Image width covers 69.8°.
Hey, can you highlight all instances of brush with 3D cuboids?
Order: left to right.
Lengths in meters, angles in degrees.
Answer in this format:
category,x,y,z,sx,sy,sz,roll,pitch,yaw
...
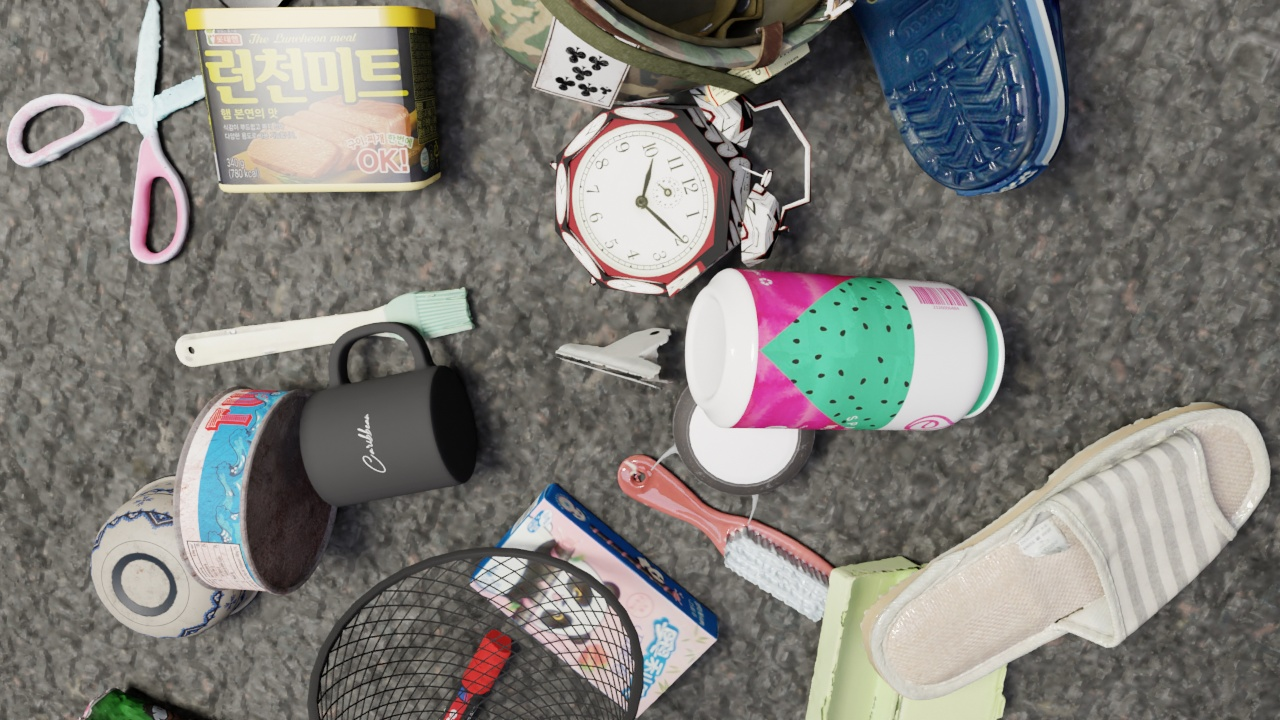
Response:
category,x,y,z,sx,sy,sz,roll,pitch,yaw
brush,-0.218,-0.020,0.622,0.218,0.012,0.033,-8,102,10
brush,0.058,0.119,0.614,0.172,0.030,0.041,32,104,-1

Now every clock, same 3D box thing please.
category,x,y,z,sx,sy,sz,roll,pitch,yaw
clock,0.028,-0.103,0.543,0.155,0.064,0.115,-14,101,25
clock,0.068,0.037,0.585,0.091,0.043,0.123,29,105,-1

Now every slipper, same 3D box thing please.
category,x,y,z,sx,sy,sz,roll,pitch,yaw
slipper,0.170,-0.212,0.493,0.095,0.105,0.252,-11,88,-33
slipper,0.262,0.124,0.561,0.273,0.054,0.114,-33,110,4

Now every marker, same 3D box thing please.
category,x,y,z,sx,sy,sz,roll,pitch,yaw
marker,-0.134,0.262,0.673,0.021,0.023,0.145,17,109,-37

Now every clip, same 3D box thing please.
category,x,y,z,sx,sy,sz,roll,pitch,yaw
clip,-0.004,0.004,0.583,0.054,0.102,0.041,-14,109,-35

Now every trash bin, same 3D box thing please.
category,x,y,z,sx,sy,sz,roll,pitch,yaw
trash bin,-0.094,0.258,0.574,0.184,0.183,0.210,6,124,5

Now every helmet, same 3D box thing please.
category,x,y,z,sx,sy,sz,roll,pitch,yaw
helmet,0.017,-0.221,0.428,0.237,0.223,0.192,-29,111,33

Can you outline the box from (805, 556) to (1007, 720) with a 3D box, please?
category,x,y,z,sx,sy,sz,roll,pitch,yaw
box,0.176,0.225,0.620,0.140,0.048,0.188,3,104,-6

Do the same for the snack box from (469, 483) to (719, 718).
category,x,y,z,sx,sy,sz,roll,pitch,yaw
snack box,-0.031,0.167,0.634,0.154,0.033,0.088,40,105,-4

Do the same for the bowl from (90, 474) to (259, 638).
category,x,y,z,sx,sy,sz,roll,pitch,yaw
bowl,-0.333,0.145,0.650,0.115,0.059,0.115,2,104,6

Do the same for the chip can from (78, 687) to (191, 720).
category,x,y,z,sx,sy,sz,roll,pitch,yaw
chip can,-0.311,0.320,0.683,0.223,0.075,0.075,21,105,1

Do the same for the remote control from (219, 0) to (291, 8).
category,x,y,z,sx,sy,sz,roll,pitch,yaw
remote control,-0.201,-0.267,0.559,0.034,0.013,0.150,44,104,-9

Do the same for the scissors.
category,x,y,z,sx,sy,sz,roll,pitch,yaw
scissors,-0.345,-0.153,0.604,0.168,0.014,0.171,13,105,3

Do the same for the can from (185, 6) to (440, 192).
category,x,y,z,sx,sy,sz,roll,pitch,yaw
can,-0.189,-0.156,0.549,0.131,0.072,0.101,0,109,1

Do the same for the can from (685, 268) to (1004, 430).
category,x,y,z,sx,sy,sz,roll,pitch,yaw
can,0.115,-0.004,0.526,0.165,0.088,0.088,2,105,-16

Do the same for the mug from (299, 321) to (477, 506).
category,x,y,z,sx,sy,sz,roll,pitch,yaw
mug,-0.164,0.032,0.596,0.088,0.078,0.113,-11,92,9

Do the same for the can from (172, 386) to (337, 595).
category,x,y,z,sx,sy,sz,roll,pitch,yaw
can,-0.240,0.082,0.587,0.044,0.129,0.130,2,104,6
